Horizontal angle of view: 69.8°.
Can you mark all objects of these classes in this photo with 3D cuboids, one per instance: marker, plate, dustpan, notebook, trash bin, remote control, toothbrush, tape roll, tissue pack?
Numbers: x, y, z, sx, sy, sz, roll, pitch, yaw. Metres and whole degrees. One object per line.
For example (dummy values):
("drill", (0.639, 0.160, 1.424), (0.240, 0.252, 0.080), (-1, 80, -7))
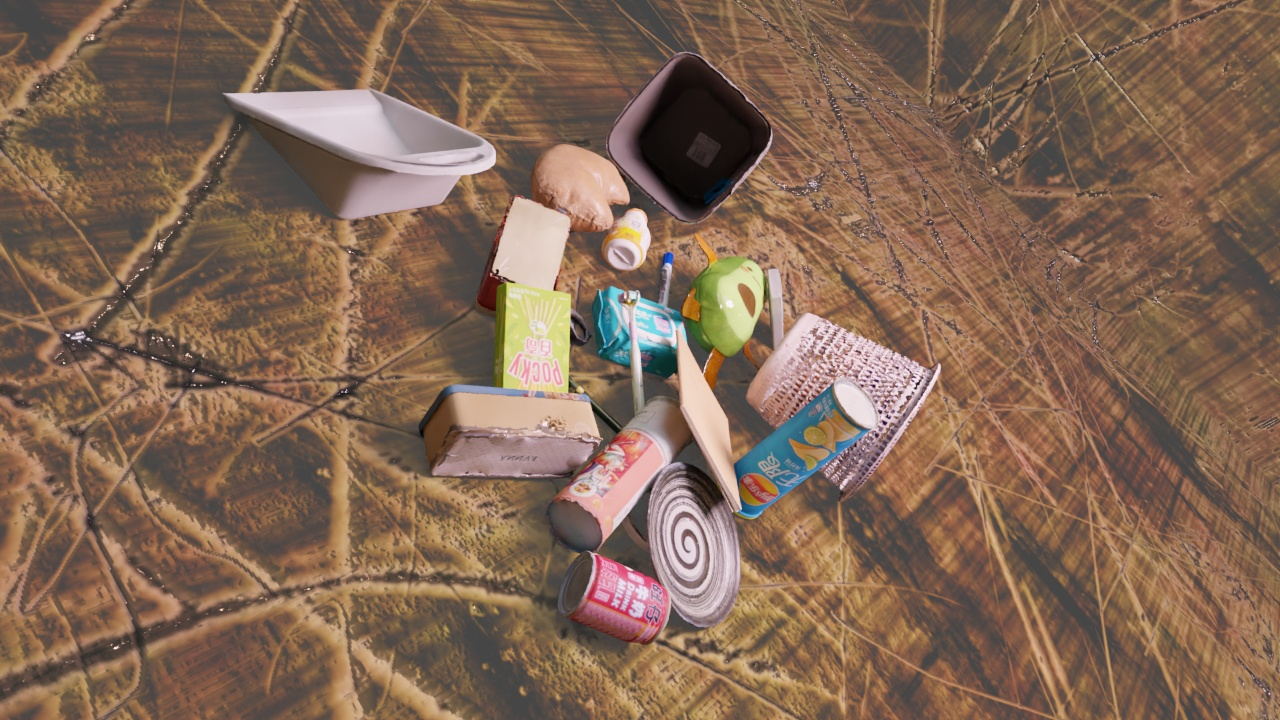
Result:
("marker", (0.035, -0.109, 1.326), (0.017, 0.017, 0.145), (30, 39, -18))
("plate", (0.054, 0.200, 1.002), (0.179, 0.024, 0.179), (29, 53, -47))
("dustpan", (-0.300, -0.269, 1.064), (0.257, 0.143, 0.222), (53, 37, 10))
("notebook", (0.077, 0.065, 1.097), (0.149, 0.012, 0.211), (62, 12, -22))
("trash bin", (0.081, -0.336, 1.419), (0.198, 0.199, 0.219), (43, 13, -2))
("remote control", (0.203, -0.075, 1.369), (0.019, 0.135, 0.056), (-5, 54, 6))
("toothbrush", (-0.021, 0.084, 1.088), (0.186, 0.012, 0.017), (43, 32, 0))
("tape roll", (0.015, 0.177, 1.028), (0.085, 0.014, 0.085), (25, 40, -23))
("toothbrush", (-0.007, 0.007, 1.118), (0.020, 0.029, 0.189), (35, 49, -71))
("tissue pack", (-0.003, -0.037, 1.191), (0.133, 0.050, 0.093), (16, 46, -31))
("trash bin", (0.260, 0.046, 1.244), (0.192, 0.228, 0.226), (35, 35, 9))

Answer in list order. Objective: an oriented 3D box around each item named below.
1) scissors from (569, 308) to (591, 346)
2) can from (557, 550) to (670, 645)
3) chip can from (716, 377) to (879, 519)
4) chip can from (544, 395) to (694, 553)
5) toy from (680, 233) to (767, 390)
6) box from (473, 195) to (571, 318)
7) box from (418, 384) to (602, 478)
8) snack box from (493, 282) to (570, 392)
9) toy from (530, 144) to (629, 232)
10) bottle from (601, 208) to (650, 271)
("scissors", (-0.121, -0.089, 1.161), (0.172, 0.014, 0.146), (44, 35, 0))
("can", (-0.025, 0.232, 0.891), (0.093, 0.067, 0.066), (28, 39, -20))
("chip can", (0.182, 0.107, 1.088), (0.071, 0.211, 0.071), (26, 39, -24))
("chip can", (-0.017, 0.120, 0.994), (0.071, 0.071, 0.214), (45, 41, 1))
("toy", (0.119, -0.074, 1.285), (0.227, 0.090, 0.246), (67, 31, -21))
("box", (-0.136, -0.126, 1.117), (0.091, 0.080, 0.168), (21, 42, -13))
("box", (-0.135, 0.074, 0.923), (0.184, 0.090, 0.061), (9, 49, -36))
("snack box", (-0.119, -0.002, 1.010), (0.085, 0.026, 0.156), (9, 77, -37))
("toy", (-0.082, -0.260, 1.318), (0.143, 0.083, 0.225), (39, 32, -8))
("bottle", (-0.017, -0.175, 1.301), (0.063, 0.063, 0.108), (34, 38, -14))
